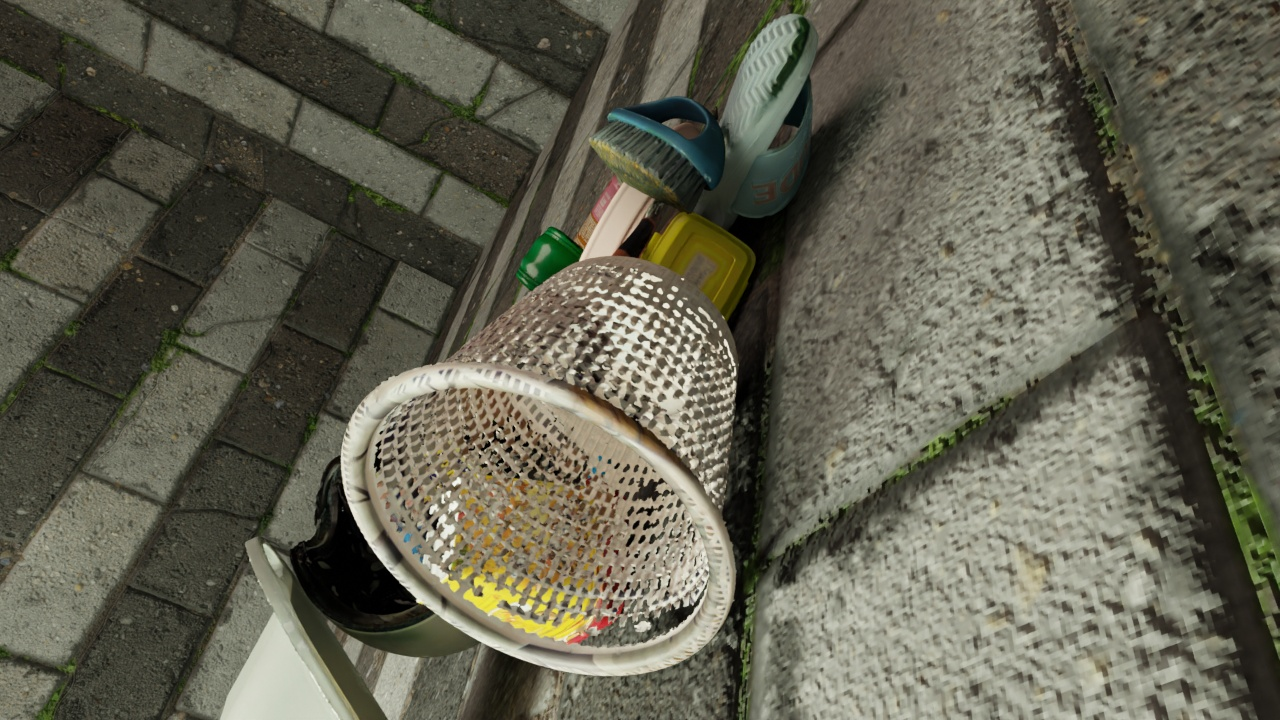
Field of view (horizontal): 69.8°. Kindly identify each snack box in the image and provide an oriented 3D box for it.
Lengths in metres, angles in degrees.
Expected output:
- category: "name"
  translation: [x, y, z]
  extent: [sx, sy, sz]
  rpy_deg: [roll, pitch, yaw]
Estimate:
- category: "snack box"
  translation: [0.033, -0.059, 0.716]
  extent: [0.091, 0.082, 0.080]
  rpy_deg: [-59, 6, -11]

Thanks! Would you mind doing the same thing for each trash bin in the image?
- category: "trash bin"
  translation: [-0.033, 0.044, 0.561]
  extent: [0.228, 0.227, 0.191]
  rpy_deg: [-50, 8, 40]

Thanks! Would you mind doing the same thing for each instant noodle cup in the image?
- category: "instant noodle cup"
  translation: [-0.086, 0.139, 0.658]
  extent: [0.116, 0.123, 0.116]
  rpy_deg: [-44, 37, 48]

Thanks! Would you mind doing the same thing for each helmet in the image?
- category: "helmet"
  translation: [-0.177, 0.160, 0.855]
  extent: [0.273, 0.230, 0.157]
  rpy_deg: [-80, -20, -50]

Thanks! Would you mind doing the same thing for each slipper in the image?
- category: "slipper"
  translation: [0.089, -0.151, 0.707]
  extent: [0.246, 0.074, 0.103]
  rpy_deg: [113, 176, -64]

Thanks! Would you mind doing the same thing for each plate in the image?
- category: "plate"
  translation: [0.002, -0.102, 0.823]
  extent: [0.229, 0.028, 0.230]
  rpy_deg: [-55, -12, -18]

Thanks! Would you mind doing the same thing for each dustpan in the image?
- category: "dustpan"
  translation: [-0.225, 0.259, 0.717]
  extent: [0.142, 0.257, 0.223]
  rpy_deg: [-62, 15, -14]

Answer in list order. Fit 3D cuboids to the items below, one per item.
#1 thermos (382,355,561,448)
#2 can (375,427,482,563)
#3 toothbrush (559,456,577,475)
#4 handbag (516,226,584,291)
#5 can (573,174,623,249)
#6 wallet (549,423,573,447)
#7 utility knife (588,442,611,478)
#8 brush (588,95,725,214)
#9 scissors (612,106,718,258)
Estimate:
- category: "thermos"
  translation: [-0.109, 0.025, 0.778]
  extent: [0.090, 0.243, 0.068]
  rpy_deg: [12, -111, -69]
- category: "can"
  translation: [-0.167, 0.112, 0.736]
  extent: [0.083, 0.057, 0.102]
  rpy_deg: [-35, 41, -20]
- category: "toothbrush"
  translation: [-0.091, 0.104, 0.965]
  extent: [0.016, 0.015, 0.190]
  rpy_deg: [-61, 15, -10]
- category: "handbag"
  translation: [-0.068, -0.076, 0.976]
  extent: [0.068, 0.131, 0.120]
  rpy_deg: [-52, 11, -3]
- category: "can"
  translation: [-0.042, -0.168, 1.166]
  extent: [0.148, 0.058, 0.057]
  rpy_deg: [-53, 19, 32]
- category: "wallet"
  translation: [-0.093, 0.023, 1.007]
  extent: [0.097, 0.020, 0.122]
  rpy_deg: [-44, 52, 50]
- category: "utility knife"
  translation: [-0.032, 0.078, 0.804]
  extent: [0.034, 0.018, 0.215]
  rpy_deg: [-55, 20, 35]
- category: "brush"
  translation: [0.017, -0.155, 0.656]
  extent: [0.073, 0.055, 0.144]
  rpy_deg: [-47, 34, 1]
- category: "scissors"
  translation: [0.004, -0.101, 0.706]
  extent: [0.203, 0.015, 0.203]
  rpy_deg: [-64, -6, 35]
